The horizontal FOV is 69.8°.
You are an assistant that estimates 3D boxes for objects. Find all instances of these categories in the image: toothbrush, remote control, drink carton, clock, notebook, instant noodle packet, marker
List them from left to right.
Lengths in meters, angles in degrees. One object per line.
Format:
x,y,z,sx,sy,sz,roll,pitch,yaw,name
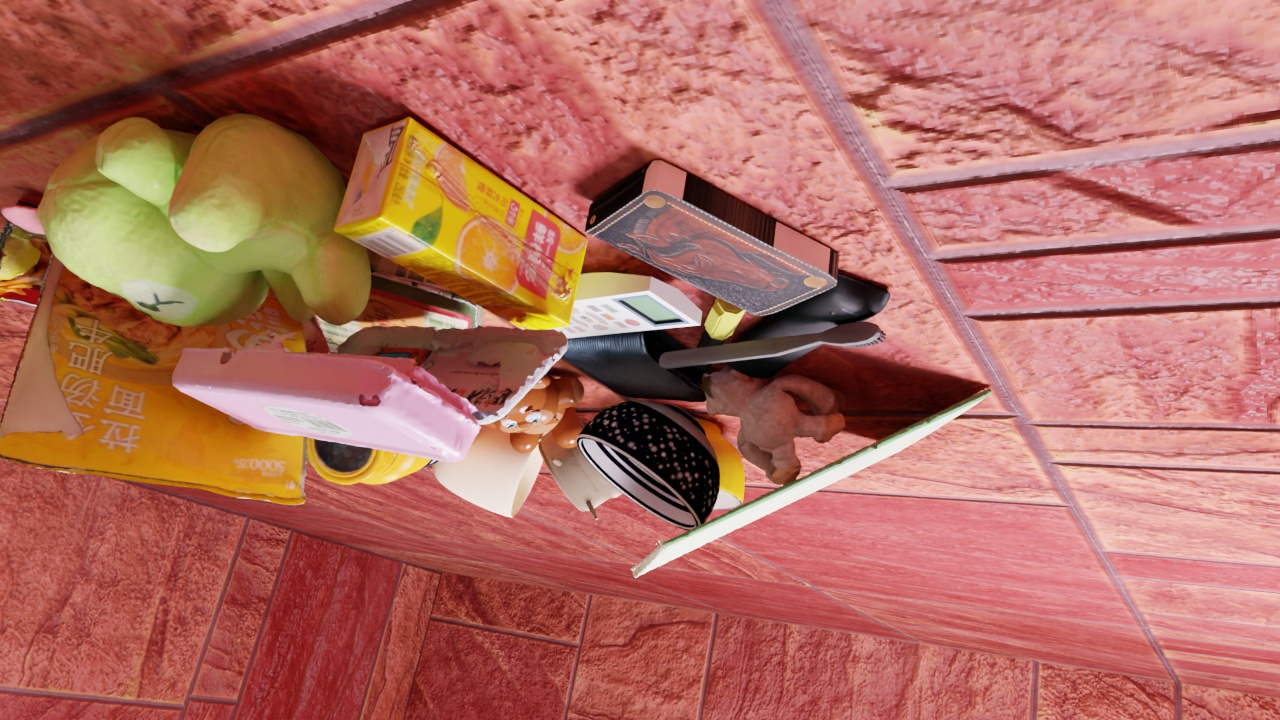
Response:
-0.302,0.008,0.590,0.162,0.084,0.221,19,-157,-34,instant noodle packet
-0.087,-0.067,0.486,0.043,0.058,0.134,-5,156,39,drink carton
-0.064,0.097,0.899,0.093,0.054,0.140,56,-179,-16,clock
-0.030,-0.037,0.586,0.144,0.024,0.049,-4,156,43,remote control
0.049,-0.017,0.604,0.021,0.017,0.124,-31,168,-13,marker
0.074,-0.008,0.566,0.168,0.012,0.013,-7,160,43,toothbrush
0.116,0.095,0.676,0.252,0.010,0.182,-23,166,-13,notebook
0.099,-0.017,0.575,0.041,0.020,0.152,18,158,-13,remote control

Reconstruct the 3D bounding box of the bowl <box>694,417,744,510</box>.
0.041,0.091,0.842,0.117,0.067,0.117,10,161,3,bowl

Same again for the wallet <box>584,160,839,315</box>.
0.038,-0.061,0.487,0.123,0.019,0.072,22,154,-28,wallet

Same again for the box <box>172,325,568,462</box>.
-0.152,0.017,0.509,0.202,0.077,0.146,3,-175,39,box

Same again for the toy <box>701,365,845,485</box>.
0.088,0.042,0.671,0.106,0.085,0.074,31,-158,0,toy

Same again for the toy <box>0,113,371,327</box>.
-0.235,-0.075,0.495,0.197,0.107,0.150,10,163,33,toy

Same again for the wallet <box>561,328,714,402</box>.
-0.004,0.004,0.688,0.089,0.026,0.115,0,157,35,wallet

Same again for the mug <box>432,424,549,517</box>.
-0.153,0.091,0.935,0.100,0.096,0.120,22,-156,5,mug

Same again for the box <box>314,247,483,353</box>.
-0.172,-0.030,0.656,0.117,0.051,0.206,14,160,-9,box

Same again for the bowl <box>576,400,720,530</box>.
0.016,0.073,0.728,0.120,0.066,0.120,34,161,13,bowl

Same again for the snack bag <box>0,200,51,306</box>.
-0.384,-0.046,0.714,0.207,0.066,0.139,22,148,-36,snack bag

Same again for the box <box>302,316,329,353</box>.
-0.305,0.009,0.814,0.041,0.082,0.187,11,162,-32,box

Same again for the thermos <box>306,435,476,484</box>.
-0.208,0.056,0.764,0.091,0.076,0.232,7,-178,5,thermos

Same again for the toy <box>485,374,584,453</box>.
-0.095,0.039,0.768,0.095,0.065,0.128,-15,164,7,toy
